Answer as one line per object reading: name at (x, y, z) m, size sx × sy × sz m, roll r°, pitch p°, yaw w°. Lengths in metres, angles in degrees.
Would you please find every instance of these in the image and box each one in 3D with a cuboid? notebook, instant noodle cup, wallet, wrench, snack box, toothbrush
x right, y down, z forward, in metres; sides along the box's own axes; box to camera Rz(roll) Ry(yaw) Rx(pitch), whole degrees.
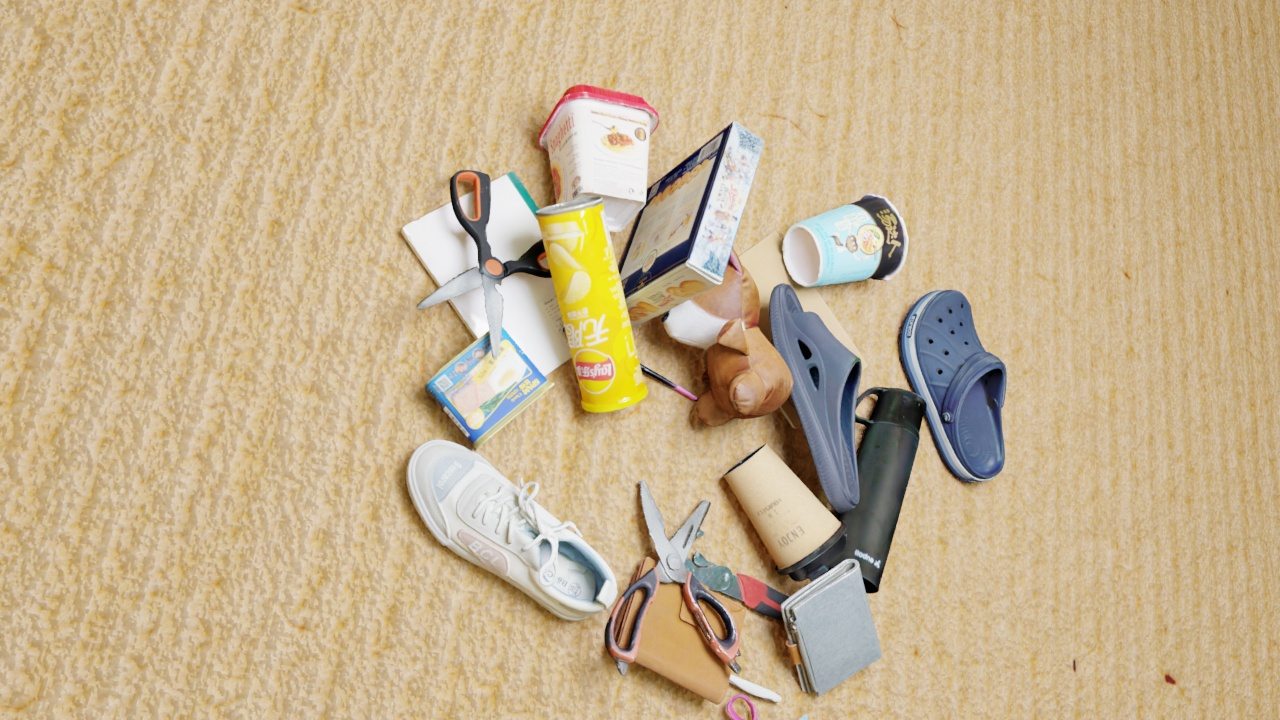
notebook at (0.176, -0.040, 1.119) m, size 0.147 × 0.008 × 0.207 m, roll -36°, pitch 93°, yaw -28°
instant noodle cup at (0.244, -0.138, 1.121) m, size 0.120 × 0.111 × 0.111 m, roll -16°, pitch 83°, yaw -25°
wallet at (0.042, 0.278, 0.948) m, size 0.132 × 0.031 × 0.107 m, roll 32°, pitch 55°, yaw -14°
wrench at (0.147, 0.264, 1.020) m, size 0.273 × 0.016 × 0.056 m, roll 31°, pitch 66°, yaw -14°
wallet at (0.205, 0.293, 1.001) m, size 0.106 × 0.037 × 0.130 m, roll -26°, pitch 115°, yaw -17°
snack box at (0.043, -0.140, 0.982) m, size 0.045 × 0.178 × 0.182 m, roll 28°, pitch 65°, yaw -21°
toothbrush at (0.070, 0.330, 0.967) m, size 0.187 × 0.016 × 0.017 m, roll 27°, pitch 75°, yaw -16°
notebook at (-0.136, -0.086, 0.984) m, size 0.150 × 0.012 × 0.209 m, roll -36°, pitch 94°, yaw -30°
instant noodle cup at (-0.044, -0.215, 0.999) m, size 0.116 × 0.117 × 0.124 m, roll 5°, pitch 70°, yaw -24°
toothbrush at (-0.006, 0.006, 1.014) m, size 0.189 × 0.014 × 0.017 m, roll 31°, pitch 75°, yaw -19°

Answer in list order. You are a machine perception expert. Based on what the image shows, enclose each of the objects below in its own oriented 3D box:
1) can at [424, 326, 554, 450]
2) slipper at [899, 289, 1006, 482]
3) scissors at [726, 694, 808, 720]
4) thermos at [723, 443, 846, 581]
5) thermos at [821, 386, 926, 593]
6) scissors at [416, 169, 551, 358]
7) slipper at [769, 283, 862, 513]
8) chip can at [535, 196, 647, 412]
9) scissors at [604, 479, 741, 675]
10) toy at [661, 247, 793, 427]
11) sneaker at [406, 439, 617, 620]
can at (-0.152, 0.025, 0.915) m, size 0.102 × 0.057 × 0.083 m, roll -40°, pitch 93°, yaw -15°
slipper at (0.409, 0.029, 1.162) m, size 0.105 × 0.095 × 0.252 m, roll -9°, pitch 84°, yaw -29°
scissors at (0.128, 0.406, 0.972) m, size 0.133 × 0.017 × 0.135 m, roll -25°, pitch 92°, yaw -30°
thermos at (0.158, 0.167, 1.014) m, size 0.092 × 0.093 × 0.143 m, roll -34°, pitch 85°, yaw -28°
thermos at (0.269, 0.145, 1.085) m, size 0.090 × 0.069 × 0.242 m, roll 22°, pitch 65°, yaw 3°
scissors at (-0.148, -0.106, 0.939) m, size 0.220 × 0.022 × 0.232 m, roll -12°, pitch 69°, yaw -41°
slipper at (0.218, 0.034, 1.037) m, size 0.110 × 0.083 × 0.268 m, roll 17°, pitch 57°, yaw -66°
chip can at (-0.049, -0.056, 0.941) m, size 0.072 × 0.072 × 0.213 m, roll -22°, pitch 109°, yaw -28°
scissors at (0.029, 0.226, 0.939) m, size 0.188 × 0.015 × 0.223 m, roll -12°, pitch 66°, yaw -35°
toy at (0.086, -0.030, 1.000) m, size 0.130 × 0.140 × 0.199 m, roll -4°, pitch 77°, yaw -23°
sneaker at (-0.122, 0.164, 0.880) m, size 0.242 × 0.091 × 0.089 m, roll 41°, pitch 62°, yaw -9°
